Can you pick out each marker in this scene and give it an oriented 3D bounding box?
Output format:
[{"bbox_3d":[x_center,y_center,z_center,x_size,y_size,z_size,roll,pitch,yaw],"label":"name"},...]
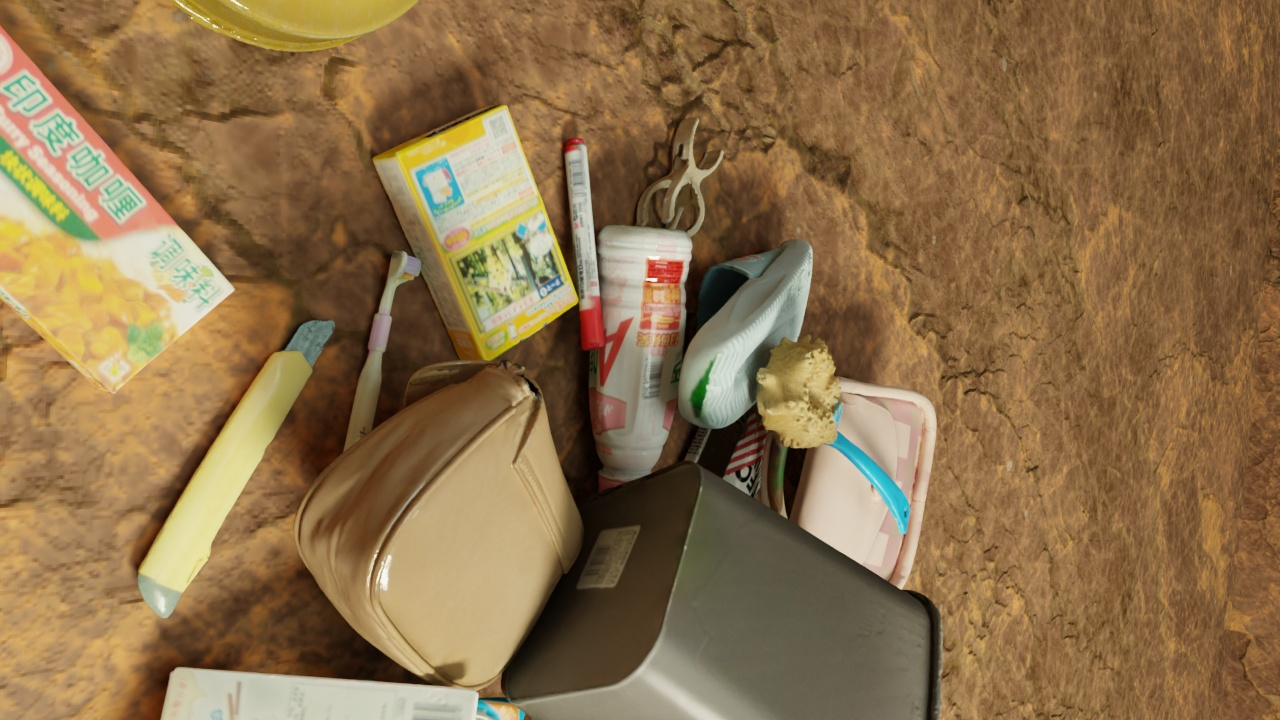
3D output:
[{"bbox_3d":[-0.038,-0.080,0.627,0.017,0.017,0.145,-1,84,-44],"label":"marker"}]

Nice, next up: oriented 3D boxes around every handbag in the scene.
[{"bbox_3d":[-0.106,0.094,0.517,0.147,0.100,0.205,-49,153,-26],"label":"handbag"},{"bbox_3d":[0.166,0.098,0.797,0.234,0.093,0.193,26,75,-49],"label":"handbag"}]

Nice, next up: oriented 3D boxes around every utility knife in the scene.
[{"bbox_3d":[-0.212,0.050,0.488,0.031,0.019,0.176,44,69,-43],"label":"utility knife"}]

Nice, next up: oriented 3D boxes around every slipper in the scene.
[{"bbox_3d":[0.074,-0.024,0.710,0.244,0.074,0.104,-42,142,-56],"label":"slipper"}]

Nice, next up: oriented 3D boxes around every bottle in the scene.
[{"bbox_3d":[-0.004,0.004,0.657,0.068,0.068,0.197,-3,100,-44],"label":"bottle"}]

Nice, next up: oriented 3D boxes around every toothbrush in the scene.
[{"bbox_3d":[-0.159,0.029,0.538,0.020,0.029,0.189,13,86,-2],"label":"toothbrush"}]

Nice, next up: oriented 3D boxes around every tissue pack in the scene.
[{"bbox_3d":[-0.129,0.242,0.547,0.140,0.063,0.089,28,57,-42],"label":"tissue pack"}]

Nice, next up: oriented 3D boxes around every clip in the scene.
[{"bbox_3d":[0.037,-0.129,0.705,0.076,0.035,0.103,53,51,-32],"label":"clip"}]

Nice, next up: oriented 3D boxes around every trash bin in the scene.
[{"bbox_3d":[0.051,0.196,0.606,0.219,0.200,0.198,40,47,-22],"label":"trash bin"}]

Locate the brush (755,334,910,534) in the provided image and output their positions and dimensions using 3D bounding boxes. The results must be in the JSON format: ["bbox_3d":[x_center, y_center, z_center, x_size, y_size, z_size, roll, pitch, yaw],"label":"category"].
[{"bbox_3d":[0.163,0.069,0.719,0.254,0.046,0.083,45,52,-37],"label":"brush"}]

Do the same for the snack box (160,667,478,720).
[{"bbox_3d":[-0.167,0.209,0.475,0.156,0.027,0.084,9,66,-12],"label":"snack box"}]

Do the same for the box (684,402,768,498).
[{"bbox_3d":[0.062,0.090,0.751,0.163,0.076,0.075,-67,151,-23],"label":"box"}]

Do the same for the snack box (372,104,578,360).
[{"bbox_3d":[-0.099,-0.079,0.576,0.086,0.034,0.140,-38,118,-35],"label":"snack box"}]

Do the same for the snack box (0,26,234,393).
[{"bbox_3d":[-0.268,-0.066,0.414,0.076,0.027,0.156,-52,127,-29],"label":"snack box"}]

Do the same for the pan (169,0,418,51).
[{"bbox_3d":[-0.200,-0.336,0.440,0.197,0.078,0.358,-29,121,-42],"label":"pan"}]
